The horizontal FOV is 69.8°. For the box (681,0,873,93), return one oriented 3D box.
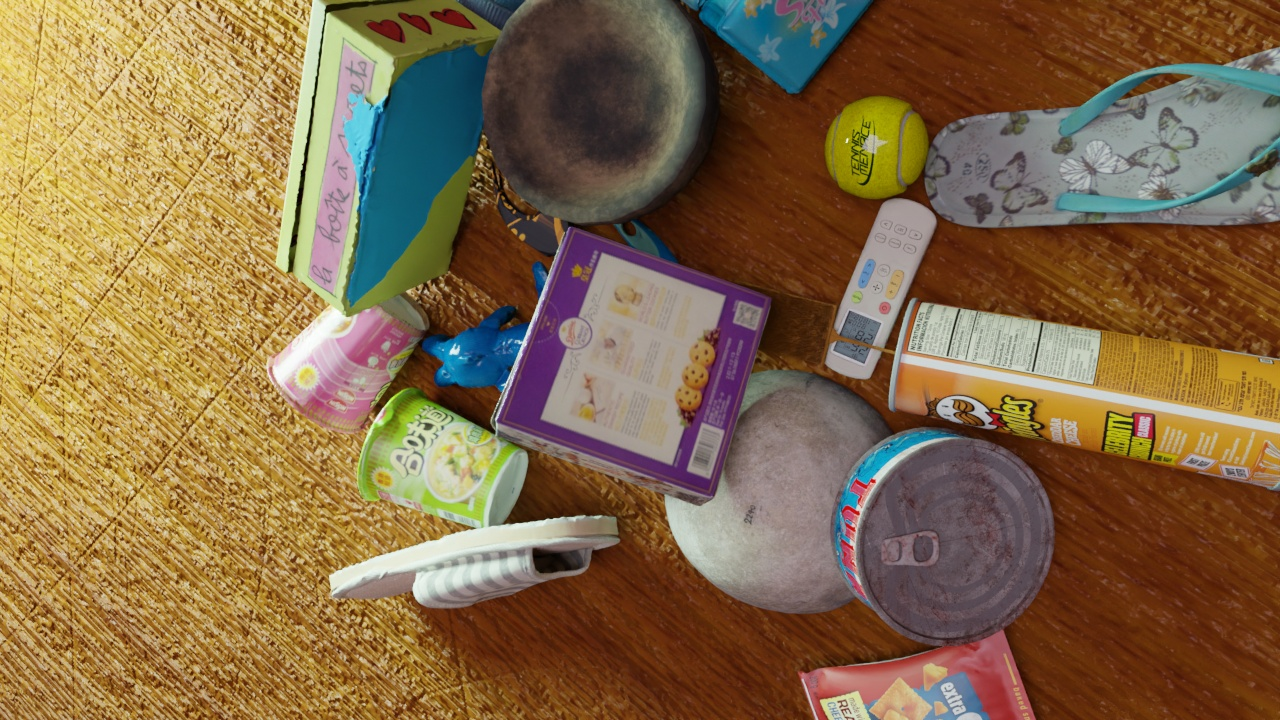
[{"bbox_3d":[0.111,-0.305,0.570,0.169,0.085,0.228,36,109,-10],"label":"box"}]

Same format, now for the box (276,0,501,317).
[{"bbox_3d":[-0.185,-0.153,0.675,0.083,0.124,0.222,35,130,15],"label":"box"}]

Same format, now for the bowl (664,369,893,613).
[{"bbox_3d":[0.090,0.096,0.636,0.179,0.081,0.178,1,93,22],"label":"bowl"}]

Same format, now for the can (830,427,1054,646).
[{"bbox_3d":[0.189,0.110,0.579,0.130,0.044,0.130,-1,96,-9],"label":"can"}]

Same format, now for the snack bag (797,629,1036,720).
[{"bbox_3d":[0.197,0.260,0.625,0.144,0.039,0.130,-21,86,23],"label":"snack bag"}]

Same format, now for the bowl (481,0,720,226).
[{"bbox_3d":[-0.021,-0.172,0.621,0.162,0.070,0.162,3,97,22],"label":"bowl"}]

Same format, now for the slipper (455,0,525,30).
[{"bbox_3d":[-0.089,-0.277,0.682,0.264,0.082,0.101,-41,81,20],"label":"slipper"}]

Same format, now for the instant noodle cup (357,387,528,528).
[{"bbox_3d":[-0.153,0.086,0.736,0.108,0.098,0.099,21,102,12],"label":"instant noodle cup"}]

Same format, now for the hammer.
[{"bbox_3d":[-0.009,-0.224,0.668,0.123,0.036,0.321,31,103,15],"label":"hammer"}]

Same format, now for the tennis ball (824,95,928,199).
[{"bbox_3d":[0.153,-0.138,0.597,0.065,0.065,0.065,2,95,23],"label":"tennis ball"}]

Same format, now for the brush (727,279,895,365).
[{"bbox_3d":[0.112,-0.022,0.636,0.126,0.017,0.048,18,101,33],"label":"brush"}]

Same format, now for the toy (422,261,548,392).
[{"bbox_3d":[-0.104,-0.015,0.719,0.177,0.070,0.113,-9,102,23],"label":"toy"}]

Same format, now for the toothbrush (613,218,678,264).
[{"bbox_3d":[-0.014,-0.106,0.700,0.135,0.017,0.022,47,109,11],"label":"toothbrush"}]

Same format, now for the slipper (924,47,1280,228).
[{"bbox_3d":[0.306,-0.122,0.541,0.269,0.054,0.098,-7,94,25],"label":"slipper"}]

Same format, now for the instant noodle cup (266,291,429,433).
[{"bbox_3d":[-0.237,-0.011,0.764,0.097,0.097,0.109,46,102,14],"label":"instant noodle cup"}]

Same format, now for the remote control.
[{"bbox_3d":[0.162,-0.048,0.626,0.038,0.018,0.126,25,104,20],"label":"remote control"}]

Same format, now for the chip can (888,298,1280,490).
[{"bbox_3d":[0.267,0.017,0.555,0.215,0.075,0.075,12,99,22],"label":"chip can"}]

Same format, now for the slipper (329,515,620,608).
[{"bbox_3d":[-0.136,0.166,0.723,0.273,0.114,0.054,-18,75,31],"label":"slipper"}]

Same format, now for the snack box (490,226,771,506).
[{"bbox_3d":[-0.004,0.004,0.602,0.148,0.041,0.143,20,73,-2],"label":"snack box"}]
